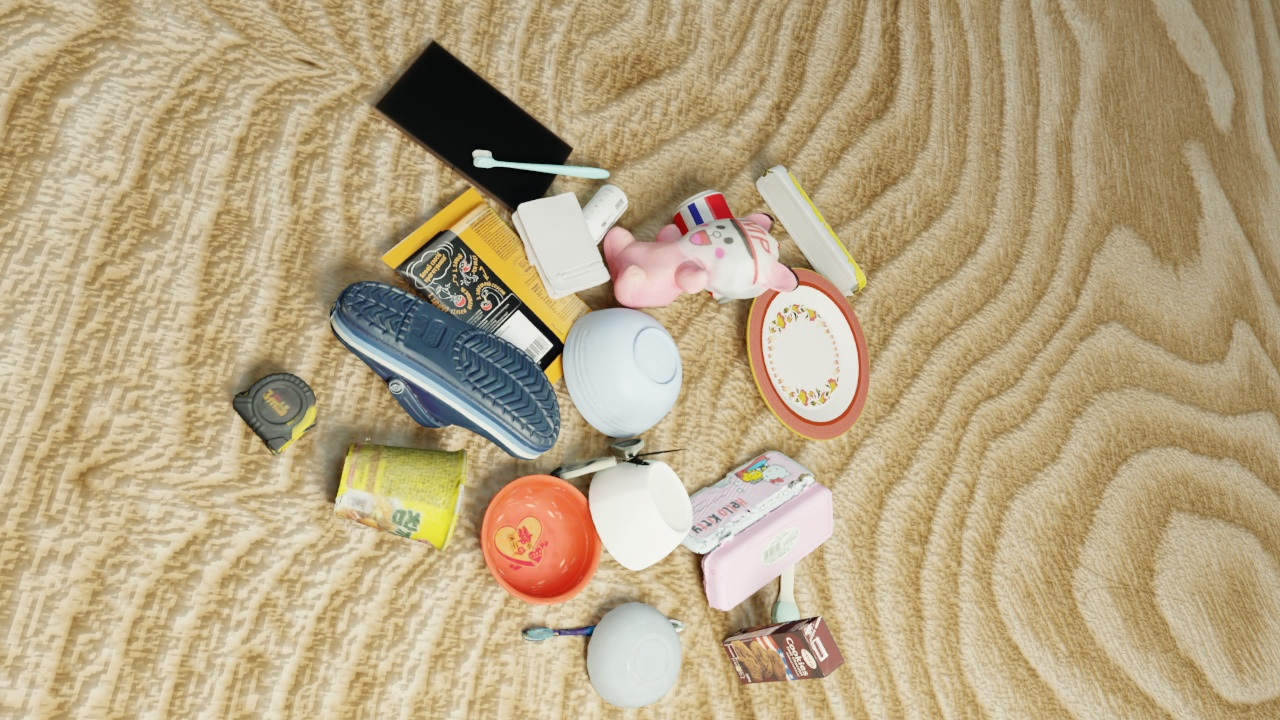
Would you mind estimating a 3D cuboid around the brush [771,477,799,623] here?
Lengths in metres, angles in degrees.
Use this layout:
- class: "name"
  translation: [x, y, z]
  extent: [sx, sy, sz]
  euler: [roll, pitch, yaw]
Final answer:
- class: "brush"
  translation: [0.177, 0.238, 1.100]
  extent: [0.033, 0.012, 0.217]
  euler: [20, 60, -22]

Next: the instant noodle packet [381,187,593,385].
- class: "instant noodle packet"
  translation: [-0.153, -0.074, 1.009]
  extent: [0.221, 0.032, 0.159]
  euler: [46, 48, -8]

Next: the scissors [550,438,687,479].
- class: "scissors"
  translation: [-0.022, 0.101, 0.962]
  extent: [0.169, 0.158, 0.012]
  euler: [-40, 112, -79]

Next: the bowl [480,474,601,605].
- class: "bowl"
  translation: [-0.106, 0.184, 0.928]
  extent: [0.130, 0.045, 0.130]
  euler: [12, 65, -27]

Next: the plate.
- class: "plate"
  translation: [0.218, -0.008, 1.200]
  extent: [0.229, 0.021, 0.229]
  euler: [10, 73, -36]

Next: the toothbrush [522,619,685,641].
- class: "toothbrush"
  translation: [-0.033, 0.279, 0.950]
  extent: [0.188, 0.017, 0.016]
  euler: [6, 72, -29]

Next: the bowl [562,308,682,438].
- class: "bowl"
  translation: [-0.006, 0.006, 1.023]
  extent: [0.150, 0.075, 0.150]
  euler: [17, 64, -40]

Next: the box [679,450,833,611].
- class: "box"
  translation: [0.124, 0.191, 1.067]
  extent: [0.201, 0.103, 0.101]
  euler: [-25, 121, -34]

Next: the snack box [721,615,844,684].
- class: "snack box"
  translation: [0.148, 0.308, 0.971]
  extent: [0.031, 0.141, 0.051]
  euler: [-23, 83, -36]

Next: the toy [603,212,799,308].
- class: "toy"
  translation: [0.069, -0.115, 1.077]
  extent: [0.213, 0.084, 0.141]
  euler: [-11, 39, -5]

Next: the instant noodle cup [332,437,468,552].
- class: "instant noodle cup"
  translation: [-0.224, 0.121, 0.857]
  extent: [0.108, 0.102, 0.102]
  euler: [14, 64, -16]

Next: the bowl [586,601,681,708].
- class: "bowl"
  translation: [0.001, 0.303, 0.935]
  extent: [0.106, 0.039, 0.106]
  euler: [5, 81, -31]

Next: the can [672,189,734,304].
- class: "can"
  translation: [0.098, -0.145, 1.169]
  extent: [0.070, 0.070, 0.132]
  euler: [-21, 82, -35]

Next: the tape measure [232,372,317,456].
- class: "tape measure"
  translation: [-0.336, 0.044, 0.853]
  extent: [0.067, 0.038, 0.062]
  euler: [48, 63, -2]

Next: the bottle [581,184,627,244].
- class: "bottle"
  translation: [-0.059, -0.163, 1.100]
  extent: [0.041, 0.041, 0.115]
  euler: [42, 55, -10]

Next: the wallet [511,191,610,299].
- class: "wallet"
  translation: [-0.090, -0.129, 1.041]
  extent: [0.086, 0.032, 0.116]
  euler: [-17, 80, -31]

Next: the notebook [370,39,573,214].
- class: "notebook"
  translation: [-0.191, -0.270, 1.078]
  extent: [0.209, 0.008, 0.141]
  euler: [36, 53, -14]

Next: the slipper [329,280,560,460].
- class: "slipper"
  translation: [-0.195, 0.015, 0.918]
  extent: [0.253, 0.095, 0.104]
  euler: [35, 32, -10]

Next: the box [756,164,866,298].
- class: "box"
  translation: [0.248, -0.187, 1.277]
  extent: [0.079, 0.084, 0.210]
  euler: [-37, 92, -29]

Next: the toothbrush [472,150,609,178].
- class: "toothbrush"
  translation: [-0.115, -0.231, 1.092]
  extent: [0.180, 0.016, 0.016]
  euler: [0, 59, -33]

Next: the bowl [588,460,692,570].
- class: "bowl"
  translation: [0.006, 0.156, 0.966]
  extent: [0.116, 0.066, 0.116]
  euler: [43, 31, -35]
